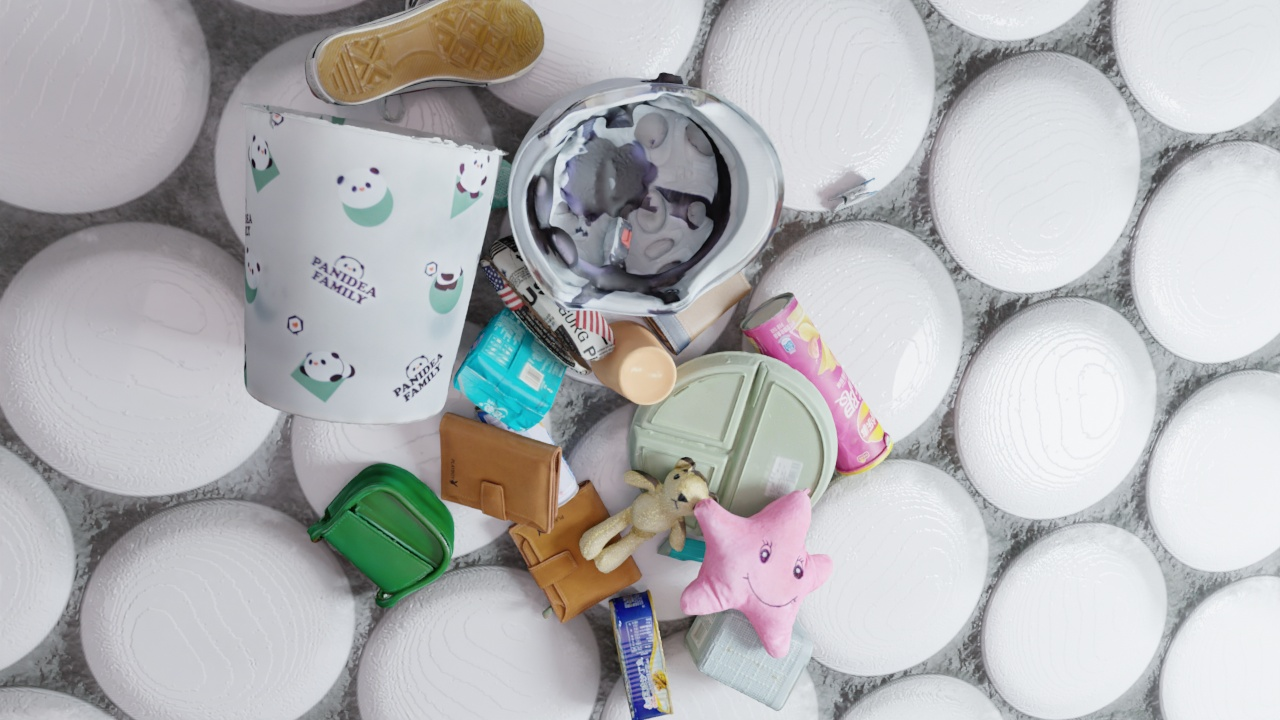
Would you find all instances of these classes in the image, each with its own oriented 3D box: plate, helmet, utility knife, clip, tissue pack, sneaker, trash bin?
[{"bbox_3d":[0.100,0.101,1.001,0.230,0.027,0.230,2,111,4],"label":"plate"},{"bbox_3d":[-0.006,-0.168,0.893,0.258,0.146,0.229,-13,120,-12],"label":"helmet"},{"bbox_3d":[0.094,0.228,1.065,0.157,0.013,0.029,16,99,-16],"label":"utility knife"},{"bbox_3d":[0.235,-0.182,1.014,0.058,0.026,0.038,-24,95,-1],"label":"clip"},{"bbox_3d":[-0.127,0.007,0.923,0.093,0.133,0.050,37,116,-12],"label":"tissue pack"},{"bbox_3d":[-0.208,-0.295,0.875,0.240,0.088,0.118,-25,117,-28],"label":"sneaker"},{"bbox_3d":[-0.254,-0.088,0.838,0.229,0.229,0.252,8,103,-13],"label":"trash bin"}]

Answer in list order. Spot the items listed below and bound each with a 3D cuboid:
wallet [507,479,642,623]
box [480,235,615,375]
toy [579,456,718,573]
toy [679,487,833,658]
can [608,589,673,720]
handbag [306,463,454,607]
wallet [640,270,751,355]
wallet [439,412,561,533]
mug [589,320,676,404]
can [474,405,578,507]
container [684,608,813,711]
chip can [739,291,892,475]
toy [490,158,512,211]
[{"bbox_3d":[-0.078,0.216,1.020,0.119,0.035,0.131,-30,104,-11],"label":"wallet"},{"bbox_3d":[-0.104,-0.047,0.927,0.163,0.075,0.082,49,125,6],"label":"box"},{"bbox_3d":[0.006,0.169,0.983,0.157,0.066,0.105,-36,88,8],"label":"toy"},{"bbox_3d":[0.126,0.207,0.972,0.194,0.075,0.178,34,79,-24],"label":"toy"},{"bbox_3d":[0.000,0.333,1.033,0.049,0.074,0.148,-11,102,-6],"label":"can"},{"bbox_3d":[-0.267,0.182,0.961,0.120,0.068,0.131,-39,106,5],"label":"handbag"},{"bbox_3d":[0.054,-0.074,0.989,0.115,0.033,0.090,-40,107,-8],"label":"wallet"},{"bbox_3d":[-0.147,0.117,0.950,0.132,0.031,0.108,16,120,16],"label":"wallet"},{"bbox_3d":[-0.006,0.006,0.948,0.078,0.123,0.078,-2,101,-11],"label":"mug"},{"bbox_3d":[-0.119,0.093,0.976,0.053,0.053,0.134,-31,104,-5],"label":"can"},{"bbox_3d":[0.120,0.325,1.049,0.111,0.090,0.090,28,93,-12],"label":"container"},{"bbox_3d":[0.195,0.027,1.018,0.071,0.071,0.210,-37,105,-3],"label":"chip can"},{"bbox_3d":[-0.118,-0.180,0.942,0.092,0.030,0.096,14,89,-18],"label":"toy"}]
